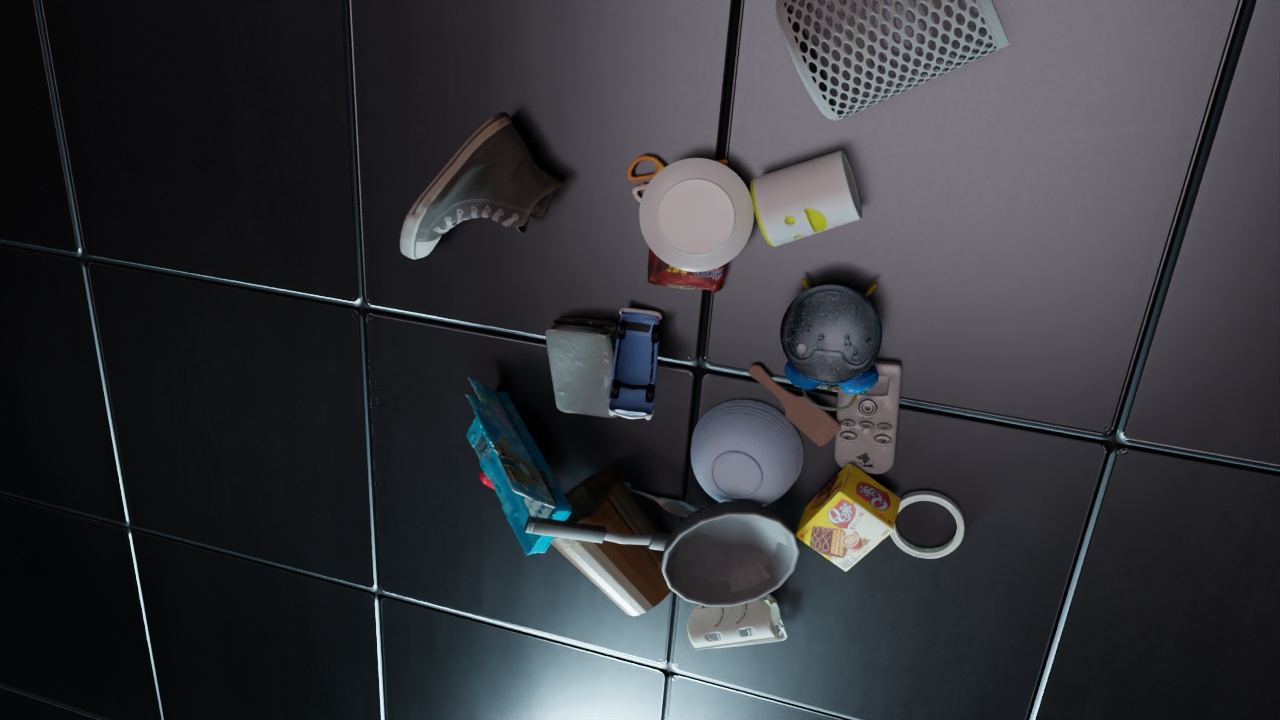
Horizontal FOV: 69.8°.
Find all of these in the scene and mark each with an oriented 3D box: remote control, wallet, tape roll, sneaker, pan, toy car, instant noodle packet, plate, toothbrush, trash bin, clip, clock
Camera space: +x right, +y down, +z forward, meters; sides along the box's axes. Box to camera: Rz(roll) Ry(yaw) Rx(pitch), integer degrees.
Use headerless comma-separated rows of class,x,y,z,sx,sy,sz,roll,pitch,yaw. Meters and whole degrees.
remote control,0.282,0.071,1.142,0.074,0.019,0.151,5,112,16
wallet,-0.071,0.010,1.218,0.100,0.054,0.132,8,115,25
tape roll,0.365,0.210,1.173,0.093,0.013,0.093,7,113,16
sneaker,-0.207,-0.188,1.165,0.235,0.095,0.120,-42,94,20
pan,0.029,0.230,1.171,0.357,0.041,0.179,11,124,-14
toy car,-0.007,0.007,1.153,0.056,0.153,0.055,7,153,-2
instant noodle packet,0.062,-0.149,1.112,0.098,0.039,0.136,8,113,0
plate,0.065,-0.168,1.076,0.134,0.011,0.135,2,111,6
toothbrush,0.058,0.205,1.270,0.186,0.022,0.024,17,79,13
trash bin,0.247,-0.343,0.915,0.184,0.156,0.156,-22,102,27
clip,0.124,0.350,1.274,0.127,0.104,0.152,-15,116,20
clock,0.227,-0.017,1.091,0.117,0.060,0.161,8,104,18

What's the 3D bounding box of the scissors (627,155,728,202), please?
scissors,0.047,-0.221,1.107,0.129,0.013,0.065,-5,113,18

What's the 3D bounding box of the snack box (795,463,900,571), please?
snack box,0.264,0.200,1.166,0.083,0.061,0.106,35,129,2

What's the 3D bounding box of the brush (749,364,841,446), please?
brush,0.193,0.051,1.165,0.135,0.015,0.050,42,137,7

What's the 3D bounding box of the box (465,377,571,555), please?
box,-0.169,0.124,1.215,0.227,0.084,0.172,55,157,37

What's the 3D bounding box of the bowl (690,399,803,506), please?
bowl,0.130,0.133,1.186,0.151,0.074,0.151,7,113,16

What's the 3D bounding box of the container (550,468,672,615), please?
container,-0.034,0.256,1.264,0.132,0.132,0.167,-32,105,26

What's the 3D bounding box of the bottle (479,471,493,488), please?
bottle,-0.164,0.187,1.323,0.141,0.041,0.042,27,116,7

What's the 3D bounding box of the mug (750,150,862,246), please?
mug,0.188,-0.183,1.037,0.106,0.082,0.082,-16,105,22
